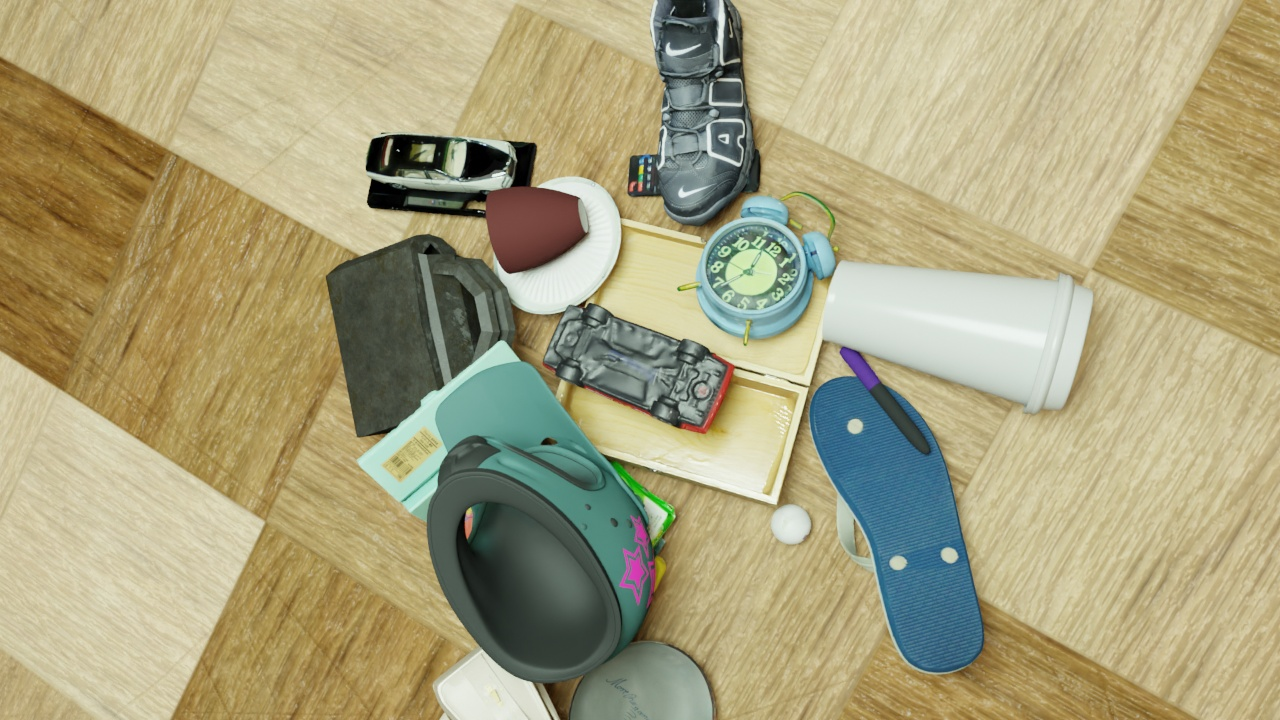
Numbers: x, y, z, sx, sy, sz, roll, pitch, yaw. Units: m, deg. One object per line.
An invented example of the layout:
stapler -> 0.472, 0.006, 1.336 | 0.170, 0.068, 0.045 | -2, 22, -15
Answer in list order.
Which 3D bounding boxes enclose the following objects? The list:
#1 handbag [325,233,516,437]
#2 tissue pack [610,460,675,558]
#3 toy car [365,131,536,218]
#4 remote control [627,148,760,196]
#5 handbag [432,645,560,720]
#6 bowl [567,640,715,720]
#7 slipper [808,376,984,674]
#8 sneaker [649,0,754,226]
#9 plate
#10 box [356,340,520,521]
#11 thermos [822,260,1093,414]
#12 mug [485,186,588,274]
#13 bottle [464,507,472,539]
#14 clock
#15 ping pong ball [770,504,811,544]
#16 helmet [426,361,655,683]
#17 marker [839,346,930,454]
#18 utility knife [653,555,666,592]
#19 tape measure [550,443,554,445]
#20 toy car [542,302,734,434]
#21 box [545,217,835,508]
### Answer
handbag -> -0.219, -0.034, 0.984 | 0.200, 0.102, 0.197 | -13, 87, 29
tissue pack -> -0.025, 0.176, 0.965 | 0.099, 0.034, 0.114 | 36, 95, 26
toy car -> -0.219, -0.212, 0.999 | 0.192, 0.071, 0.094 | 8, 83, 12
remote control -> 0.055, -0.196, 0.966 | 0.141, 0.021, 0.045 | 2, 80, 17
handbag -> -0.120, 0.381, 0.919 | 0.101, 0.195, 0.198 | -35, 83, -22
bowl -> -0.003, 0.361, 0.943 | 0.150, 0.057, 0.150 | 2, 79, -12
slipper -> 0.249, 0.152, 0.890 | 0.118, 0.060, 0.294 | -14, 68, 0
sneaker -> 0.052, -0.266, 0.889 | 0.097, 0.150, 0.252 | -1, 79, 16
plate -> -0.089, -0.122, 0.979 | 0.157, 0.014, 0.156 | -8, 71, 24
box -> -0.178, 0.078, 0.939 | 0.187, 0.139, 0.052 | -42, 58, -8
thermos -> 0.291, -0.034, 0.864 | 0.222, 0.131, 0.131 | 14, 92, 20
mug -> -0.101, -0.147, 0.947 | 0.088, 0.113, 0.087 | -10, 127, 10
bottle -> -0.161, 0.176, 0.997 | 0.134, 0.048, 0.071 | 6, 91, 13
clock -> 0.122, -0.096, 0.899 | 0.118, 0.060, 0.162 | 38, 83, 17
ping pong ball -> 0.152, 0.166, 0.929 | 0.040, 0.040, 0.040 | 0, 89, 13
helmet -> -0.095, 0.149, 0.857 | 0.177, 0.200, 0.275 | -27, 104, 12
marker -> 0.240, 0.037, 0.900 | 0.134, 0.018, 0.015 | 56, 138, 22
utility knife -> -0.020, 0.285, 0.978 | 0.029, 0.020, 0.172 | 28, 94, 14
tape measure -> -0.069, 0.102, 0.991 | 0.062, 0.020, 0.060 | 35, 97, 10
toy car -> -0.005, 0.005, 0.902 | 0.189, 0.056, 0.081 | 22, 82, 19
box -> 0.053, -0.002, 0.943 | 0.247, 0.068, 0.253 | 15, 87, 12
